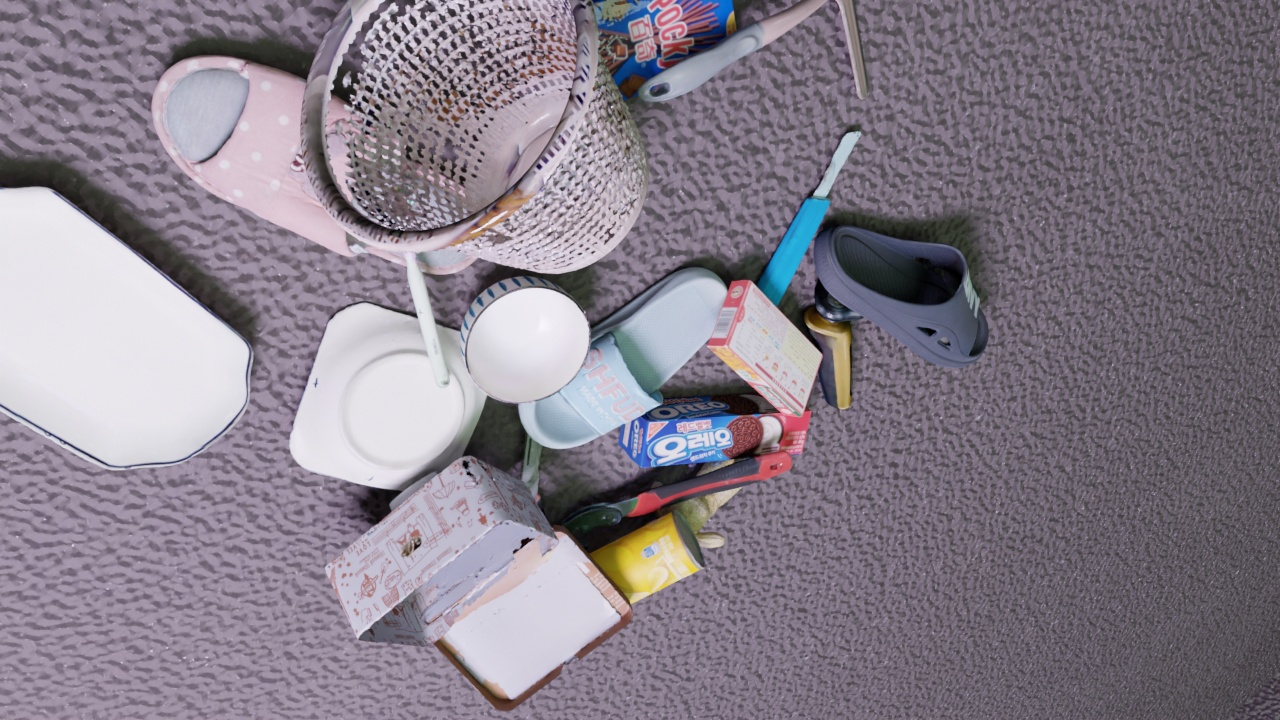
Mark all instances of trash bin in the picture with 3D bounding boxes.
[{"bbox_3d":[-0.095,-0.161,0.672,0.227,0.227,0.192,-49,155,7],"label":"trash bin"}]

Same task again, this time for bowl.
[{"bbox_3d":[-0.110,-0.026,0.836,0.116,0.066,0.117,-11,121,-20],"label":"bowl"}]

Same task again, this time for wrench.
[{"bbox_3d":[0.033,0.149,0.992,0.273,0.016,0.056,-21,128,7],"label":"wrench"}]

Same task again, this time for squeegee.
[{"bbox_3d":[0.103,-0.281,0.781,0.249,0.040,0.248,-35,130,-17],"label":"squeegee"}]

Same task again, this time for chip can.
[{"bbox_3d":[-0.038,0.239,0.990,0.213,0.072,0.072,-28,128,10],"label":"chip can"}]

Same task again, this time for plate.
[{"bbox_3d":[-0.217,0.042,0.826,0.164,0.034,0.164,17,98,-33],"label":"plate"},{"bbox_3d":[-0.427,-0.022,0.701,0.162,0.034,0.266,-42,128,1],"label":"plate"}]

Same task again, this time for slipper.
[{"bbox_3d":[-0.005,0.005,0.900,0.245,0.074,0.104,-39,128,-5],"label":"slipper"},{"bbox_3d":[-0.235,-0.140,0.715,0.274,0.054,0.114,26,104,-37],"label":"slipper"},{"bbox_3d":[0.300,-0.074,0.974,0.268,0.110,0.084,23,147,-30],"label":"slipper"}]

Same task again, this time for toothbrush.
[{"bbox_3d":[-0.181,-0.054,0.760,0.029,0.020,0.190,-31,132,-32],"label":"toothbrush"}]

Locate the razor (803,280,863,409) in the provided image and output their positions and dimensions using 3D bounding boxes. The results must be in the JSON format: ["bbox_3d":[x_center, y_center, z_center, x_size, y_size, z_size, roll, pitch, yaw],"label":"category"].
[{"bbox_3d":[0.219,-0.012,1.017,0.068,0.062,0.168,-6,130,11],"label":"razor"}]

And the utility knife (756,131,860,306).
[{"bbox_3d":[0.167,-0.135,0.938,0.034,0.018,0.216,16,111,-31],"label":"utility knife"}]

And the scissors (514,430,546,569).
[{"bbox_3d":[-0.128,0.146,0.942,0.196,0.015,0.206,-49,142,-20],"label":"scissors"}]

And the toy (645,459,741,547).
[{"bbox_3d":[0.059,0.165,1.041,0.105,0.066,0.157,42,91,-5],"label":"toy"}]

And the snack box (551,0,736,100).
[{"bbox_3d":[0.007,-0.275,0.774,0.157,0.026,0.085,-24,126,-12],"label":"snack box"}]

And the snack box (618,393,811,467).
[{"bbox_3d":[0.082,0.074,0.995,0.207,0.057,0.058,-2,114,-25],"label":"snack box"}]

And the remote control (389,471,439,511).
[{"bbox_3d":[-0.189,0.150,0.898,0.056,0.019,0.135,-35,150,-2],"label":"remote control"}]

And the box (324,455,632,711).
[{"bbox_3d":[-0.148,0.218,0.886,0.179,0.125,0.274,-38,129,4],"label":"box"}]

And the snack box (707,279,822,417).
[{"bbox_3d":[0.132,-0.010,0.942,0.155,0.027,0.077,39,65,-41],"label":"snack box"}]
